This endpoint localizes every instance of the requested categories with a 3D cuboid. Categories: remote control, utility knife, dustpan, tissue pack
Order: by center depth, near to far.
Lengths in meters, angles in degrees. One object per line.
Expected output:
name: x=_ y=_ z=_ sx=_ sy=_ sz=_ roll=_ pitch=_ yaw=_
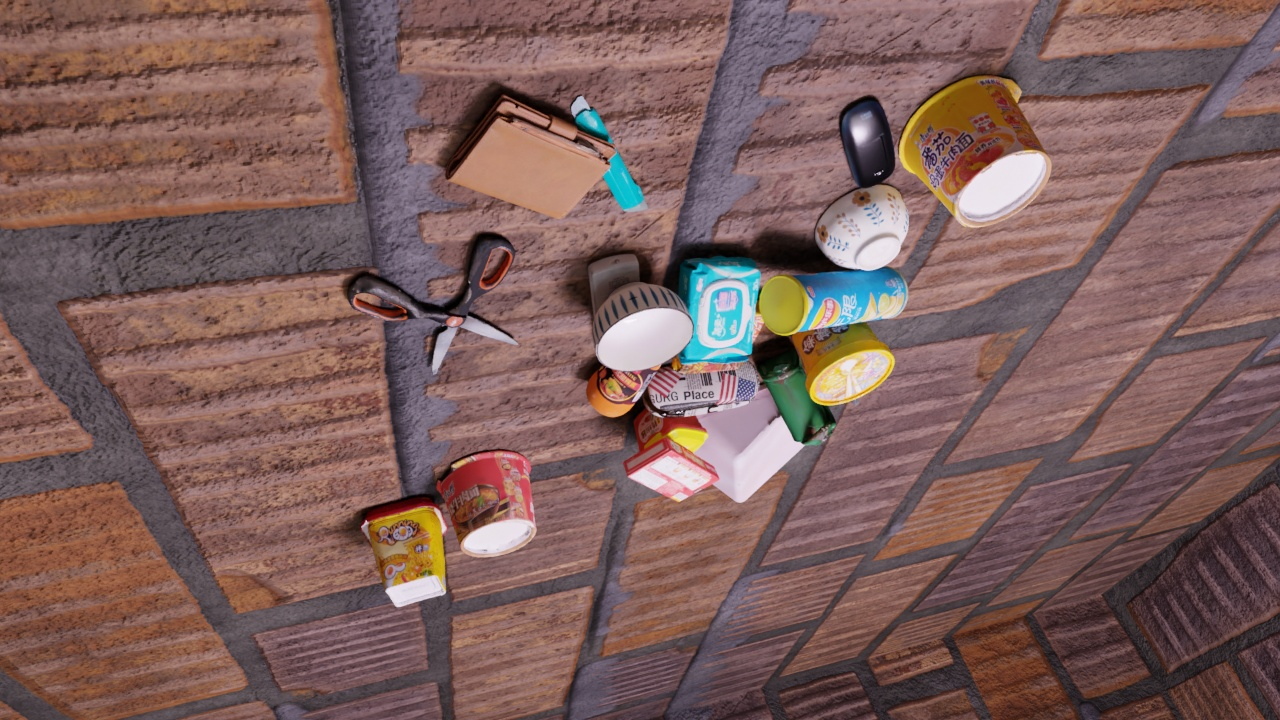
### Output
utility knife: x=-0.031 y=-0.200 z=0.911 sx=0.029 sy=0.013 sz=0.166 roll=-26 pitch=143 yaw=6
remote control: x=0.252 y=-0.230 z=1.003 sx=0.053 sy=0.024 sz=0.136 roll=-27 pitch=146 yaw=9
remote control: x=-0.029 y=-0.070 z=1.089 sx=0.058 sy=0.021 sz=0.150 roll=-14 pitch=147 yaw=-8
tissue pack: x=0.091 y=-0.059 z=1.098 sx=0.093 sy=0.050 sz=0.134 roll=-5 pitch=114 yaw=-19
dustpan: x=0.160 y=0.101 z=1.447 sx=0.272 sy=0.139 sz=0.223 roll=-41 pitch=151 yaw=-20

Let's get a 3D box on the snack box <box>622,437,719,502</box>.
snack box: x=0.046 y=0.157 z=1.303 sx=0.075 sy=0.025 sz=0.153 roll=-32 pitch=145 yaw=17

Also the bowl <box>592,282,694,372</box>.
bowl: x=-0.003 y=-0.047 z=1.054 sx=0.116 sy=0.066 sz=0.117 roll=-13 pitch=146 yaw=-9

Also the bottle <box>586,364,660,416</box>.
bottle: x=-0.007 y=0.007 z=1.181 sx=0.066 sy=0.066 sz=0.150 roll=17 pitch=125 yaw=-42

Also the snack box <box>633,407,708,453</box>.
snack box: x=0.040 y=0.101 z=1.317 sx=0.082 sy=0.080 sz=0.091 roll=13 pitch=134 yaw=-39

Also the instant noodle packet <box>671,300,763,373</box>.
instant noodle packet: x=0.107 y=-0.033 z=1.195 sx=0.110 sy=0.044 sz=0.129 roll=-8 pitch=145 yaw=-24

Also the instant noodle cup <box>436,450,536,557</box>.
instant noodle cup: x=-0.212 y=0.210 z=1.318 sx=0.138 sy=0.108 sz=0.138 roll=-14 pitch=147 yaw=-10

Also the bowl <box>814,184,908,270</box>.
bowl: x=0.272 y=-0.148 z=1.098 sx=0.113 sy=0.062 sz=0.114 roll=-12 pitch=146 yaw=-9

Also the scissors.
scissors: x=-0.214 y=-0.056 z=1.013 sx=0.220 sy=0.021 sz=0.234 roll=7 pitch=137 yaw=-34

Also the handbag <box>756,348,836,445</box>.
handbag: x=0.222 y=0.053 z=1.285 sx=0.068 sy=0.131 sz=0.120 roll=-28 pitch=-174 yaw=6

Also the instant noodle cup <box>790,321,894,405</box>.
instant noodle cup: x=0.261 y=-0.020 z=1.227 sx=0.118 sy=0.114 sz=0.119 roll=-13 pitch=146 yaw=-9

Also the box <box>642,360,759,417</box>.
box: x=0.087 y=0.034 z=1.262 sx=0.163 sy=0.075 sz=0.082 roll=-5 pitch=133 yaw=-17

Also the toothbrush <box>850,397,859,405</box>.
toothbrush: x=0.321 y=0.023 z=1.411 sx=0.014 sy=0.016 sz=0.189 roll=-29 pitch=145 yaw=0

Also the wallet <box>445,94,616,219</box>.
wallet: x=-0.102 y=-0.188 z=0.870 sx=0.131 sy=0.031 sz=0.108 roll=13 pitch=141 yaw=-38

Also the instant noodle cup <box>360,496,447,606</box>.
instant noodle cup: x=-0.338 y=0.282 z=1.342 sx=0.116 sy=0.123 sz=0.116 roll=-14 pitch=147 yaw=-9

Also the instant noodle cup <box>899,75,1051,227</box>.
instant noodle cup: x=0.368 y=-0.221 z=0.999 sx=0.138 sy=0.109 sz=0.138 roll=-13 pitch=145 yaw=-10

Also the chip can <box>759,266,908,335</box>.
chip can: x=0.242 y=-0.077 z=1.128 sx=0.209 sy=0.071 sz=0.071 roll=-9 pitch=148 yaw=-40
